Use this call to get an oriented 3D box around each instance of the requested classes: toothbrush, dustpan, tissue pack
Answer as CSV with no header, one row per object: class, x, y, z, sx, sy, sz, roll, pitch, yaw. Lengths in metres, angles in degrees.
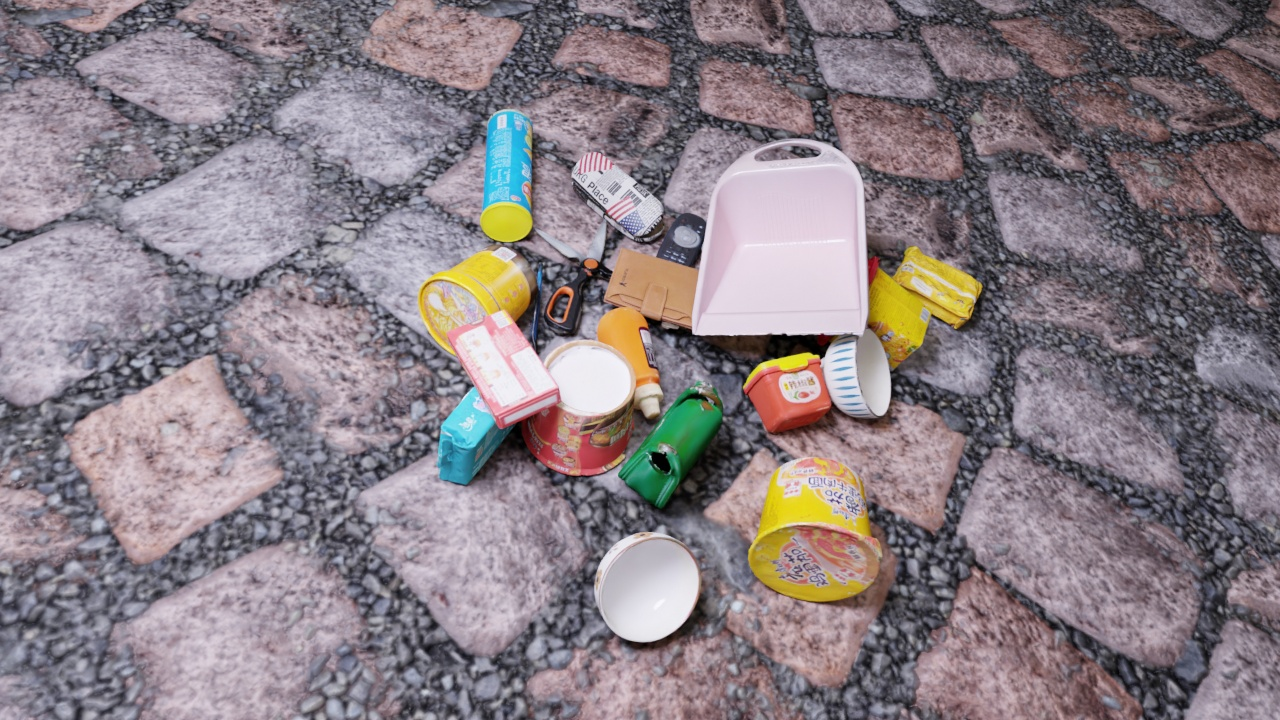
toothbrush,-0.137,-0.049,1.182,0.016,0.014,0.189,-2,60,5
dustpan,0.180,-0.163,1.188,0.223,0.139,0.272,-2,39,17
tissue pack,-0.182,0.073,1.041,0.050,0.093,0.133,30,52,7

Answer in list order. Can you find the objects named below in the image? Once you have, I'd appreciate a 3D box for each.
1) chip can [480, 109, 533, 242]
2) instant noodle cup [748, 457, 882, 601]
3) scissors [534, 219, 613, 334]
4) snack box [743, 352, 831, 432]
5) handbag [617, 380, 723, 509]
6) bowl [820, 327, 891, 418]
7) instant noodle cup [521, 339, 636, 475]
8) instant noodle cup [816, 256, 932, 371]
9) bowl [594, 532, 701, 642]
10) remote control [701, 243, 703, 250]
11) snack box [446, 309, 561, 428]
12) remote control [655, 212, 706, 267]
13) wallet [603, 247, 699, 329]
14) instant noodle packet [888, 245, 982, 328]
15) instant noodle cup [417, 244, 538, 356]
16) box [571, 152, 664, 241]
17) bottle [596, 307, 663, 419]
chip can,-0.190,-0.269,1.320,0.071,0.071,0.209,3,51,-10
instant noodle cup,0.193,0.183,1.016,0.138,0.138,0.109,16,43,0
scissors,-0.065,-0.110,1.255,0.234,0.022,0.220,29,52,10
snack box,0.187,0.043,1.156,0.091,0.082,0.080,-12,69,-19
handbag,0.038,0.095,1.054,0.068,0.120,0.131,35,52,8
bowl,0.271,0.019,1.182,0.066,0.116,0.116,-10,41,35
instant noodle cup,-0.069,0.049,1.073,0.138,0.109,0.137,6,52,-7
instant noodle cup,0.317,-0.058,1.245,0.123,0.116,0.115,32,52,-2
bowl,0.001,0.230,0.964,0.113,0.113,0.062,-10,12,-19
remote control,0.163,-0.152,1.323,0.150,0.021,0.058,-1,45,-20
snack box,-0.153,0.006,1.017,0.075,0.025,0.153,-25,48,-17
remote control,0.056,-0.159,1.315,0.053,0.024,0.136,22,54,6
wallet,0.023,-0.095,1.231,0.132,0.031,0.107,17,51,1
instant noodle packet,0.428,-0.108,1.343,0.128,0.044,0.110,32,46,8
instant noodle cup,-0.197,-0.079,1.146,0.118,0.119,0.114,30,45,11
box,-0.035,-0.239,1.323,0.075,0.082,0.163,-36,69,-26
bottle,-0.007,0.007,1.153,0.066,0.067,0.149,-11,63,-20
